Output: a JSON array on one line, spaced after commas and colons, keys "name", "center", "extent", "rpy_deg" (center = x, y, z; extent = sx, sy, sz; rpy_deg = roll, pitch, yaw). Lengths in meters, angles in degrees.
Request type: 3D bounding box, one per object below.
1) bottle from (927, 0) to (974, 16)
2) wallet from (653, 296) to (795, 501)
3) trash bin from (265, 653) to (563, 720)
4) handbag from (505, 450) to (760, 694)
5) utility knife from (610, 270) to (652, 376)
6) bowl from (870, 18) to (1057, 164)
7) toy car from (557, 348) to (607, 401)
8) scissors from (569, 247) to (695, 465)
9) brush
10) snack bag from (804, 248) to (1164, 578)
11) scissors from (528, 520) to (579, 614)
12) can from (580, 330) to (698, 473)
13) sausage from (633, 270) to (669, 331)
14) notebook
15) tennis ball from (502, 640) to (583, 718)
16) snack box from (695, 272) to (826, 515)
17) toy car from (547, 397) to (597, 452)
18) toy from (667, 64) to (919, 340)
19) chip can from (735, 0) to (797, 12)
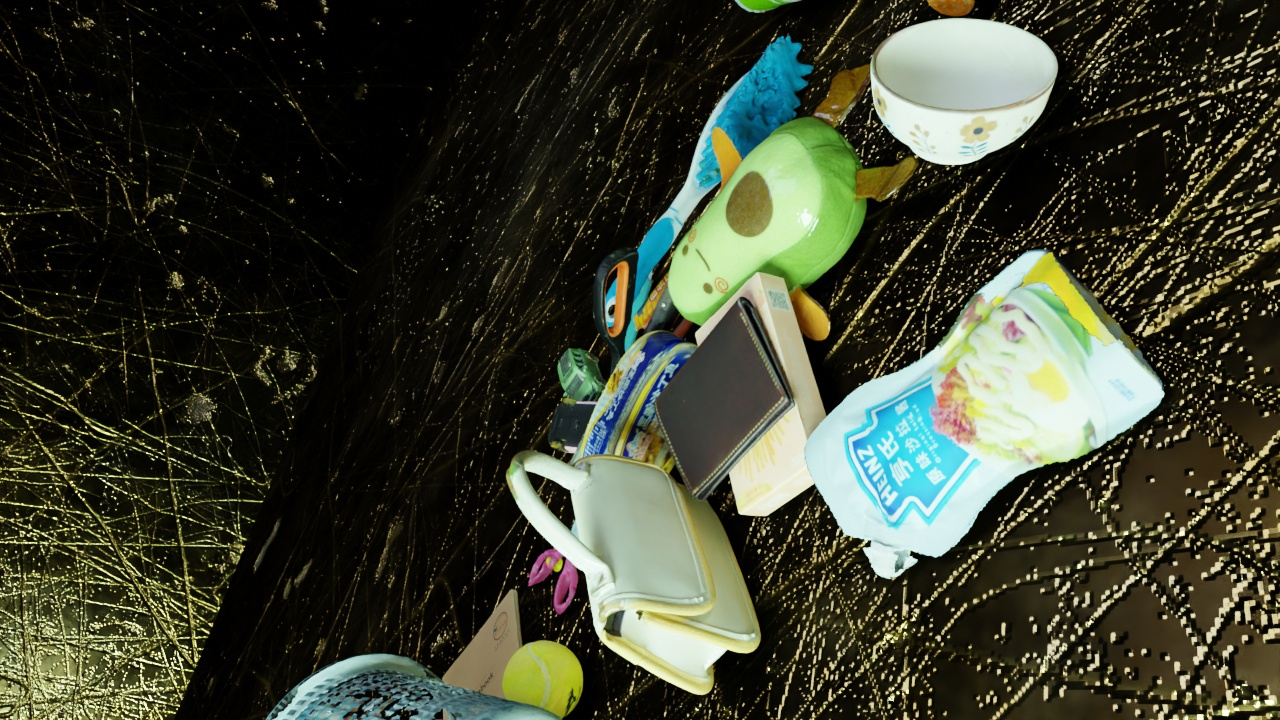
[{"name": "bottle", "center": [0.249, -0.312, 0.682], "extent": [0.063, 0.063, 0.108], "rpy_deg": [15, 78, 64]}, {"name": "wallet", "center": [0.057, 0.029, 0.660], "extent": [0.123, 0.020, 0.096], "rpy_deg": [-53, 45, 38]}, {"name": "trash bin", "center": [-0.146, 0.330, 0.666], "extent": [0.196, 0.226, 0.226], "rpy_deg": [-15, 51, 37]}, {"name": "handbag", "center": [-0.009, 0.122, 0.622], "extent": [0.063, 0.178, 0.163], "rpy_deg": [-49, 27, 17]}, {"name": "utility knife", "center": [-0.004, -0.045, 0.958], "extent": [0.029, 0.013, 0.209], "rpy_deg": [-12, 58, 59]}, {"name": "bowl", "center": [0.207, -0.170, 0.605], "extent": [0.062, 0.113, 0.113], "rpy_deg": [82, -172, -48]}, {"name": "toy car", "center": [-0.064, 0.020, 0.987], "extent": [0.043, 0.036, 0.091], "rpy_deg": [-54, 31, 16]}, {"name": "scissors", "center": [-0.014, -0.002, 0.813], "extent": [0.022, 0.222, 0.220], "rpy_deg": [25, 62, 38]}, {"name": "brush", "center": [0.059, -0.167, 0.875], "extent": [0.314, 0.060, 0.110], "rpy_deg": [-60, 18, -17]}, {"name": "snack bag", "center": [0.175, 0.035, 0.508], "extent": [0.191, 0.038, 0.110], "rpy_deg": [-45, 58, 30]}, {"name": "scissors", "center": [-0.065, 0.179, 0.860], "extent": [0.133, 0.017, 0.128], "rpy_deg": [-49, 27, 20]}, {"name": "can", "center": [0.005, 0.048, 0.786], "extent": [0.148, 0.074, 0.049], "rpy_deg": [-63, 29, 1]}, {"name": "sausage", "center": [0.042, -0.090, 0.905], "extent": [0.165, 0.021, 0.021], "rpy_deg": [-51, 28, 23]}, {"name": "notebook", "center": [-0.149, 0.339, 0.872], "extent": [0.148, 0.008, 0.207], "rpy_deg": [-53, 27, 19]}, {"name": "tennis ball", "center": [-0.079, 0.262, 0.748], "extent": [0.066, 0.065, 0.065], "rpy_deg": [-43, 32, 35]}, {"name": "snack box", "center": [0.087, 0.023, 0.657], "extent": [0.085, 0.026, 0.157], "rpy_deg": [-46, 44, 43]}, {"name": "toy car", "center": [-0.047, 0.068, 0.909], "extent": [0.123, 0.037, 0.056], "rpy_deg": [0, 73, 49]}, {"name": "toy", "center": [0.105, -0.110, 0.723], "extent": [0.247, 0.089, 0.226], "rpy_deg": [-47, 46, 35]}, {"name": "chip can", "center": [0.171, -0.391, 0.896], "extent": [0.072, 0.072, 0.236], "rpy_deg": [-63, 26, 1]}]
